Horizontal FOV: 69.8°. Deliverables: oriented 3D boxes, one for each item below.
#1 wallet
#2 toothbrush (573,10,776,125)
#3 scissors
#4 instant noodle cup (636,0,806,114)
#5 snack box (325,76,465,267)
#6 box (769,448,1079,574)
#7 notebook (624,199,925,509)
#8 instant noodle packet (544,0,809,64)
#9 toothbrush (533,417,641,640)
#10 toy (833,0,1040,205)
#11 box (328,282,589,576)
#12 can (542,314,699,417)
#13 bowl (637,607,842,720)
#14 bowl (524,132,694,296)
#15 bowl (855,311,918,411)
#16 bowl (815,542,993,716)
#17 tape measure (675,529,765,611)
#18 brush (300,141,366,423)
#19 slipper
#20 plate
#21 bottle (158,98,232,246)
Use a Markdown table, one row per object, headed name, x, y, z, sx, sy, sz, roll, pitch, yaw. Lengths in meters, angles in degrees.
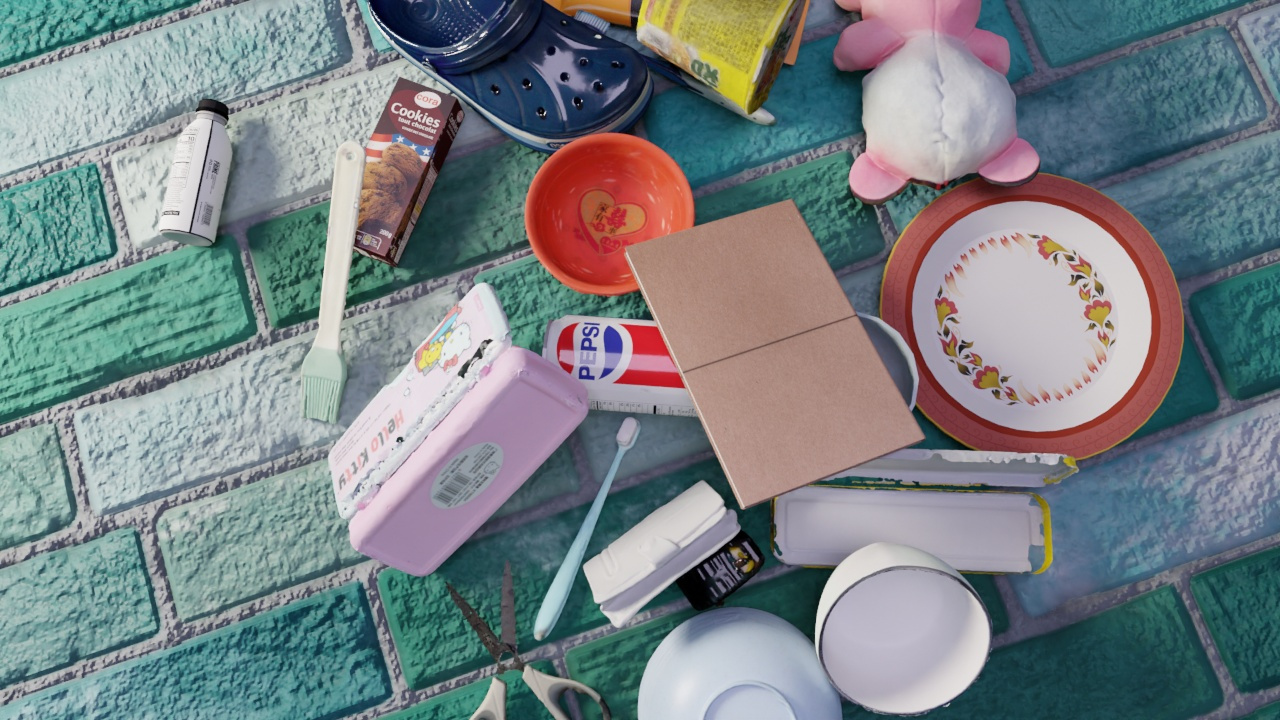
| name | x | y | z | sx | sy | sz | roll | pitch | yaw |
| --- | --- | --- | --- | --- | --- | --- | --- | --- | --- |
| wallet | 0.010 | 0.131 | 0.659 | 0.116 | 0.086 | 0.032 | -38 | 106 | -7 |
| toothbrush | 0.028 | -0.239 | 0.751 | 0.189 | 0.016 | 0.017 | 28 | 78 | 2 |
| scissors | -0.090 | 0.237 | 0.672 | 0.169 | 0.012 | 0.157 | 25 | 85 | 2 |
| instant noodle cup | 0.059 | -0.257 | 0.707 | 0.108 | 0.102 | 0.102 | 26 | 81 | 8 |
| snack box | -0.195 | -0.151 | 0.737 | 0.051 | 0.032 | 0.140 | 21 | 81 | 5 |
| box | 0.201 | 0.108 | 0.659 | 0.210 | 0.080 | 0.084 | 2 | 76 | 3 |
| notebook | 0.092 | -0.013 | 0.653 | 0.141 | 0.008 | 0.209 | -18 | 68 | -15 |
| instant noodle packet | 0.038 | -0.345 | 0.763 | 0.221 | 0.032 | 0.160 | 13 | 88 | 4 |
| toothbrush | -0.041 | 0.126 | 0.694 | 0.016 | 0.016 | 0.180 | 22 | 82 | 13 |
| toy | 0.224 | -0.226 | 0.715 | 0.142 | 0.084 | 0.213 | -1 | 77 | 1 |
| box | -0.139 | 0.051 | 0.671 | 0.101 | 0.103 | 0.202 | 33 | 110 | -33 |
| can | -0.004 | 0.004 | 0.686 | 0.132 | 0.070 | 0.070 | 4 | 80 | 2 |
| bowl | 0.072 | 0.251 | 0.639 | 0.150 | 0.075 | 0.150 | 0 | 79 | 2 |
| bowl | -0.023 | -0.108 | 0.719 | 0.130 | 0.045 | 0.130 | 0 | 80 | 1 |
| bowl | 0.153 | 0.019 | 0.689 | 0.106 | 0.039 | 0.106 | -3 | 80 | 17 |
| bowl | 0.177 | 0.179 | 0.639 | 0.116 | 0.065 | 0.116 | 1 | 106 | 2 |
| tape measure | 0.058 | 0.152 | 0.660 | 0.062 | 0.067 | 0.038 | -35 | 84 | -5 |
| brush | -0.235 | -0.060 | 0.708 | 0.033 | 0.012 | 0.217 | 9 | 95 | 0 |
| slipper | -0.113 | -0.251 | 0.724 | 0.253 | 0.095 | 0.105 | 28 | 79 | 9 |
| plate | 0.299 | -0.034 | 0.710 | 0.230 | 0.021 | 0.229 | 0 | 80 | 1 |
| bottle | -0.353 | -0.153 | 0.737 | 0.041 | 0.041 | 0.116 | 6 | 80 | 2 |
